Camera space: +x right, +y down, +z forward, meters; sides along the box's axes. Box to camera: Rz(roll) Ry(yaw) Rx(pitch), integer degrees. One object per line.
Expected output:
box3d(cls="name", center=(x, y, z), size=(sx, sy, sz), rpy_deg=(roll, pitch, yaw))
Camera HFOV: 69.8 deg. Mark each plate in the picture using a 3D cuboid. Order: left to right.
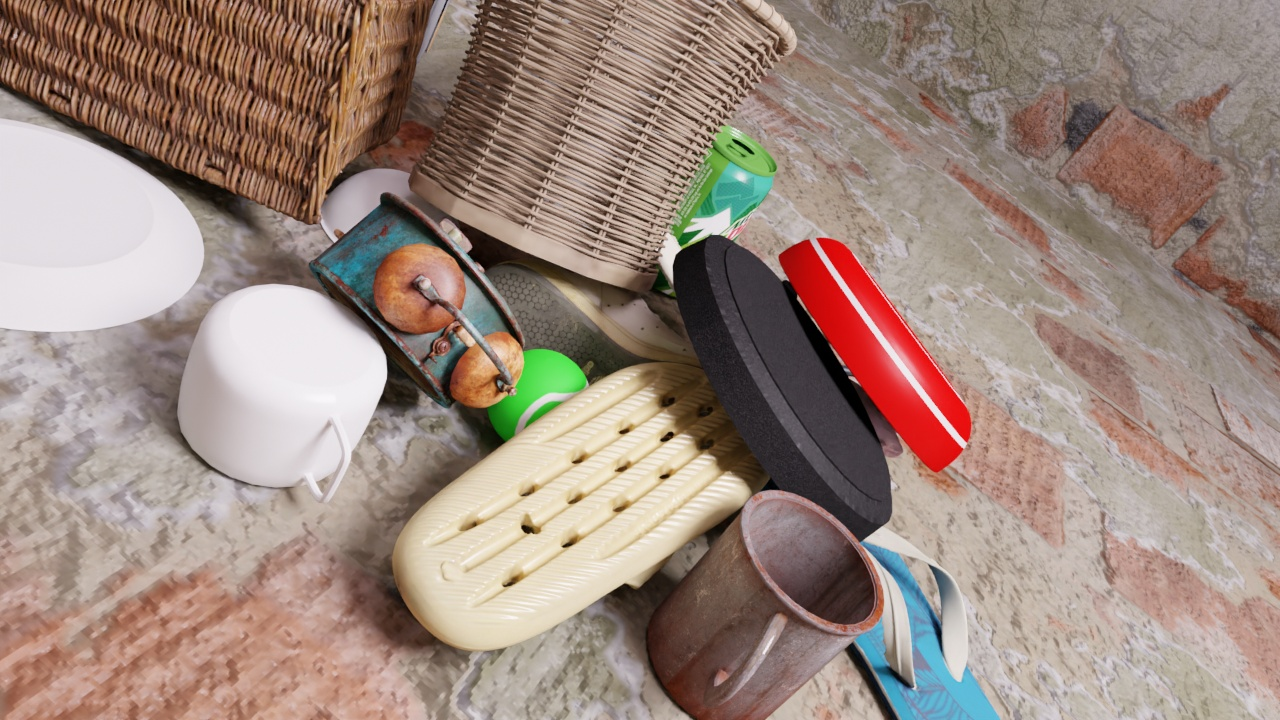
box3d(cls="plate", center=(-0.344, -0.088, 0.513), size=(0.188, 0.016, 0.188), rpy_deg=(24, 33, -17))

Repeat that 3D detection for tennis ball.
box3d(cls="tennis ball", center=(-0.063, 0.026, 0.576), size=(0.065, 0.066, 0.065), rpy_deg=(24, 33, -17))

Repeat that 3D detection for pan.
box3d(cls="pan", center=(0.112, -0.010, 0.671), size=(0.225, 0.034, 0.355), rpy_deg=(53, 21, -11))
box3d(cls="pan", center=(0.197, -0.020, 0.793), size=(0.209, 0.067, 0.355), rpy_deg=(53, 15, -1))

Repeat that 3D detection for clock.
box3d(cls="clock", center=(-0.115, -0.032, 0.523), size=(0.158, 0.073, 0.121), rpy_deg=(27, -24, 50))

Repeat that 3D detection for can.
box3d(cls="can", center=(0.053, -0.133, 0.825), size=(0.083, 0.144, 0.082), rpy_deg=(24, 33, -17))

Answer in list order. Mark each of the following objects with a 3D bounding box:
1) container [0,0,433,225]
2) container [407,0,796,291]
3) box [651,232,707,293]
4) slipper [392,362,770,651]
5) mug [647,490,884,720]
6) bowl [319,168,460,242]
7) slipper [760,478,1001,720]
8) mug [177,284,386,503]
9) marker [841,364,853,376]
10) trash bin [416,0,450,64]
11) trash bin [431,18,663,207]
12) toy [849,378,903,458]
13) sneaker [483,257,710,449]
box3d(cls="container", center=(-0.275, -0.233, 0.624), size=(0.250, 0.162, 0.182), rpy_deg=(25, 27, 0))
box3d(cls="container", center=(-0.037, -0.176, 0.638), size=(0.227, 0.196, 0.226), rpy_deg=(24, 11, -5))
box3d(cls="box", center=(0.076, -0.020, 0.743), size=(0.186, 0.066, 0.145), rpy_deg=(56, 26, -21))
box3d(cls="slipper", center=(-0.029, 0.082, 0.522), size=(0.260, 0.079, 0.111), rpy_deg=(-27, 69, -43))
box3d(cls="mug", center=(0.059, 0.145, 0.492), size=(0.096, 0.110, 0.122), rpy_deg=(35, 31, 11))
box3d(cls="bowl", center=(-0.176, -0.110, 0.678), size=(0.110, 0.041, 0.109), rpy_deg=(24, 33, -17))
box3d(cls="slipper", center=(0.176, 0.167, 0.618), size=(0.118, 0.060, 0.294), rpy_deg=(8, 40, -42))
box3d(cls="mug", center=(-0.179, 0.019, 0.473), size=(0.094, 0.068, 0.115), rpy_deg=(-6, 49, -47))
box3d(cls="marker", center=(0.156, 0.003, 0.867), size=(0.152, 0.011, 0.011), rpy_deg=(9, 40, -37))
box3d(cls="trash bin", center=(-0.251, -0.346, 0.831), size=(0.142, 0.143, 0.246), rpy_deg=(24, 33, -17))
box3d(cls="trash bin", center=(-0.079, -0.235, 0.869), size=(0.114, 0.115, 0.228), rpy_deg=(35, 31, 1))
box3d(cls="toy", center=(0.181, 0.050, 0.788), size=(0.093, 0.050, 0.102), rpy_deg=(30, 27, -10))
box3d(cls="sneaker", center=(-0.004, 0.004, 0.657), size=(0.241, 0.089, 0.102), rpy_deg=(34, 19, -1))
